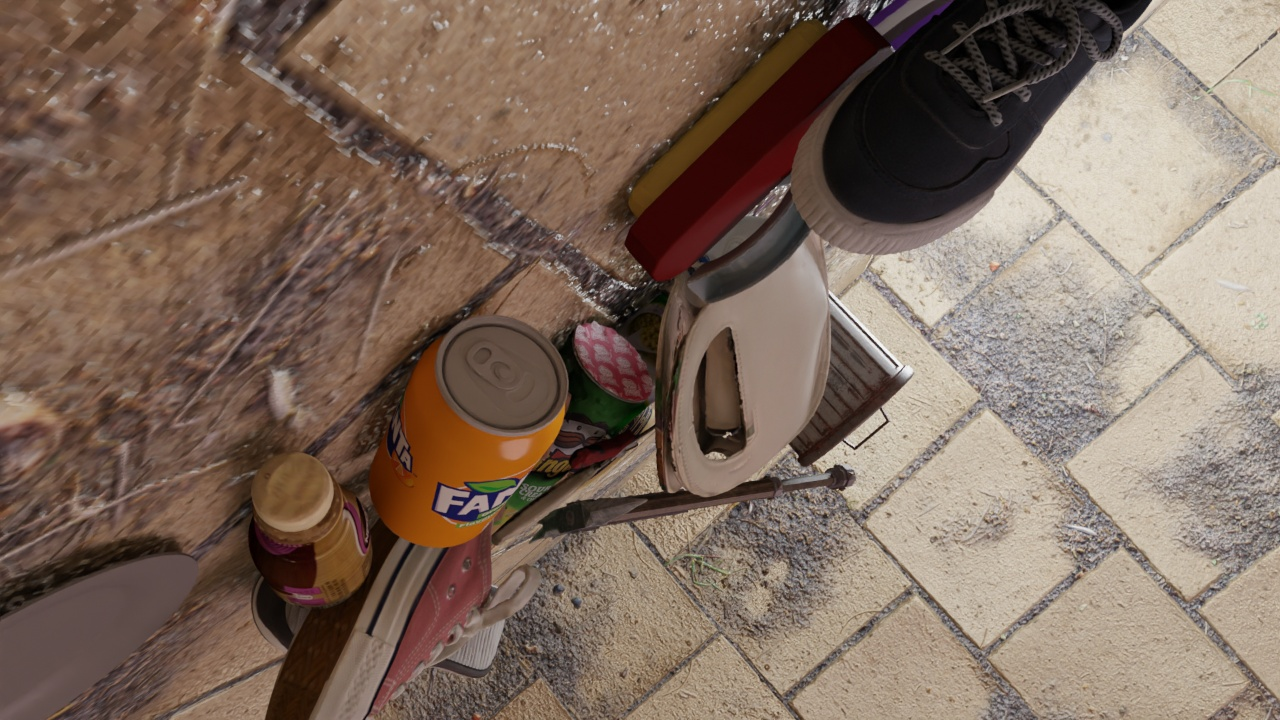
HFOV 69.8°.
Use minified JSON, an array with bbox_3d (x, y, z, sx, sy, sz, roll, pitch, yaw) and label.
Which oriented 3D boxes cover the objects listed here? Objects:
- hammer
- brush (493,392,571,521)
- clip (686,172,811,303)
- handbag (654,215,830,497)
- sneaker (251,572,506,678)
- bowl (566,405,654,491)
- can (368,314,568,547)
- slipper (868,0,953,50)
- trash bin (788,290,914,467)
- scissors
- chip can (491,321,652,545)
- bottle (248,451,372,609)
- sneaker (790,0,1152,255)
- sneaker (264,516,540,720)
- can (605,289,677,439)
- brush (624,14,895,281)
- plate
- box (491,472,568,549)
[{"bbox_3d":[0.075,0.115,0.791,0.316,0.028,0.147,-3,166,-36],"label":"hammer"},{"bbox_3d":[-0.092,0.069,0.647,0.015,0.050,0.136,-81,-167,-57],"label":"brush"},{"bbox_3d":[0.091,-0.086,0.533,0.172,0.029,0.141,-32,-145,29],"label":"clip"},{"bbox_3d":[0.057,0.001,0.675,0.199,0.093,0.201,-45,137,-39],"label":"handbag"},{"bbox_3d":[-0.209,0.178,0.684,0.263,0.129,0.096,46,54,-61],"label":"sneaker"},{"bbox_3d":[-0.049,0.060,0.835,0.112,0.061,0.112,-40,-169,9],"label":"bowl"},{"bbox_3d":[-0.095,0.042,0.497,0.078,0.079,0.143,-35,169,-40],"label":"can"},{"bbox_3d":[0.211,-0.183,0.649,0.107,0.084,0.266,-33,174,22],"label":"slipper"},{"bbox_3d":[0.139,-0.011,0.838,0.130,0.211,0.131,-40,172,-7],"label":"trash bin"},{"bbox_3d":[-0.036,0.078,0.670,0.179,0.015,0.194,-38,171,-16],"label":"scissors"},{"bbox_3d":[-0.088,0.068,0.700,0.224,0.075,0.075,-45,171,27],"label":"chip can"},{"bbox_3d":[-0.167,0.085,0.461,0.059,0.059,0.166,-38,171,-25],"label":"bottle"},{"bbox_3d":[0.169,-0.142,0.429,0.235,0.089,0.087,-45,176,-13],"label":"sneaker"},{"bbox_3d":[-0.138,0.151,0.571,0.119,0.088,0.240,-18,-145,47],"label":"sneaker"},{"bbox_3d":[-0.005,0.004,0.762,0.121,0.067,0.067,-41,172,-6],"label":"can"},{"bbox_3d":[0.058,-0.117,0.499,0.173,0.042,0.082,-43,172,12],"label":"brush"},{"bbox_3d":[-0.279,0.139,0.398,0.178,0.012,0.178,-40,172,-7],"label":"plate"},{"bbox_3d":[-0.134,0.121,0.799,0.187,0.083,0.043,-43,153,27],"label":"box"}]
